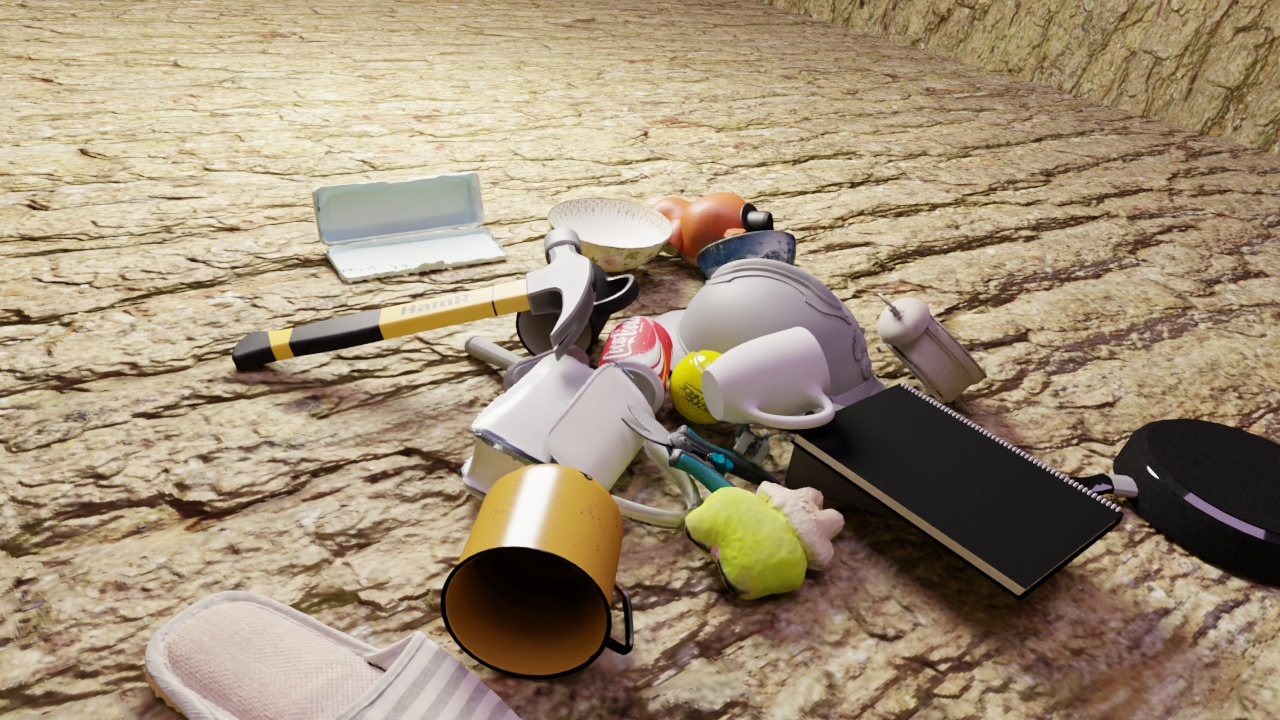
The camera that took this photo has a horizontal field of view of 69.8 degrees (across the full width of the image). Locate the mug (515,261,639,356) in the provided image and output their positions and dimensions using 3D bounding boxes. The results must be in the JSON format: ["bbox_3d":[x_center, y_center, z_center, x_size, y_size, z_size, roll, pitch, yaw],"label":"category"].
[{"bbox_3d":[-0.055,-0.054,0.892,0.114,0.078,0.087,-15,23,21],"label":"mug"}]

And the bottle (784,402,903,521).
[{"bbox_3d":[0.215,0.092,0.764,0.174,0.046,0.083,16,31,13],"label":"bottle"}]

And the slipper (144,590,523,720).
[{"bbox_3d":[-0.152,0.192,0.490,0.273,0.054,0.114,21,27,22],"label":"slipper"}]

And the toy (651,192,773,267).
[{"bbox_3d":[0.078,-0.162,1.115,0.176,0.096,0.111,-10,15,38],"label":"toy"}]

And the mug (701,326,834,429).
[{"bbox_3d":[0.107,0.026,0.748,0.089,0.071,0.107,-15,35,-17],"label":"mug"}]

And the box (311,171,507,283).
[{"bbox_3d":[-0.259,-0.153,1.041,0.197,0.074,0.126,-15,56,-33],"label":"box"}]

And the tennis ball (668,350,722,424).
[{"bbox_3d":[0.059,0.024,0.820,0.065,0.065,0.065,7,30,-4],"label":"tennis ball"}]

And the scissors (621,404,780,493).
[{"bbox_3d":[0.057,0.084,0.721,0.155,0.019,0.124,8,40,-40],"label":"scissors"}]

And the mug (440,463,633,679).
[{"bbox_3d":[-0.053,0.134,0.576,0.123,0.101,0.094,35,25,-12],"label":"mug"}]

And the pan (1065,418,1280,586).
[{"bbox_3d":[0.456,0.108,0.805,0.355,0.044,0.203,8,30,-4],"label":"pan"}]

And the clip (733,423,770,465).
[{"bbox_3d":[0.093,0.068,0.769,0.042,0.023,0.075,32,7,4],"label":"clip"}]

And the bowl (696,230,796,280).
[{"bbox_3d":[0.125,-0.101,1.044,0.114,0.060,0.114,-9,-12,-2],"label":"bowl"}]

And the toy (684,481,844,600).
[{"bbox_3d":[0.096,0.125,0.671,0.117,0.043,0.092,-18,49,-31],"label":"toy"}]

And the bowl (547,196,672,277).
[{"bbox_3d":[-0.038,-0.135,1.070,0.145,0.063,0.145,6,30,-3],"label":"bowl"}]

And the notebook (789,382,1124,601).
[{"bbox_3d":[0.242,0.089,0.711,0.148,0.016,0.207,-18,39,-37],"label":"notebook"}]

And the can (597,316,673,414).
[{"bbox_3d":[-0.005,0.005,0.837,0.064,0.064,0.104,10,30,2],"label":"can"}]

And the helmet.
[{"bbox_3d":[0.141,-0.034,0.890,0.271,0.118,0.182,24,33,21],"label":"helmet"}]

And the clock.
[{"bbox_3d":[0.269,-0.015,0.894,0.157,0.061,0.103,40,12,-33],"label":"clock"}]

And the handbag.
[{"bbox_3d":[-0.029,0.070,0.713,0.176,0.074,0.150,27,33,12],"label":"handbag"}]

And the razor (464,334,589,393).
[{"bbox_3d":[-0.119,0.002,0.841,0.116,0.047,0.088,22,32,37],"label":"razor"}]

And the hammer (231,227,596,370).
[{"bbox_3d":[-0.197,-0.035,0.806,0.324,0.034,0.169,-12,37,0],"label":"hammer"}]
